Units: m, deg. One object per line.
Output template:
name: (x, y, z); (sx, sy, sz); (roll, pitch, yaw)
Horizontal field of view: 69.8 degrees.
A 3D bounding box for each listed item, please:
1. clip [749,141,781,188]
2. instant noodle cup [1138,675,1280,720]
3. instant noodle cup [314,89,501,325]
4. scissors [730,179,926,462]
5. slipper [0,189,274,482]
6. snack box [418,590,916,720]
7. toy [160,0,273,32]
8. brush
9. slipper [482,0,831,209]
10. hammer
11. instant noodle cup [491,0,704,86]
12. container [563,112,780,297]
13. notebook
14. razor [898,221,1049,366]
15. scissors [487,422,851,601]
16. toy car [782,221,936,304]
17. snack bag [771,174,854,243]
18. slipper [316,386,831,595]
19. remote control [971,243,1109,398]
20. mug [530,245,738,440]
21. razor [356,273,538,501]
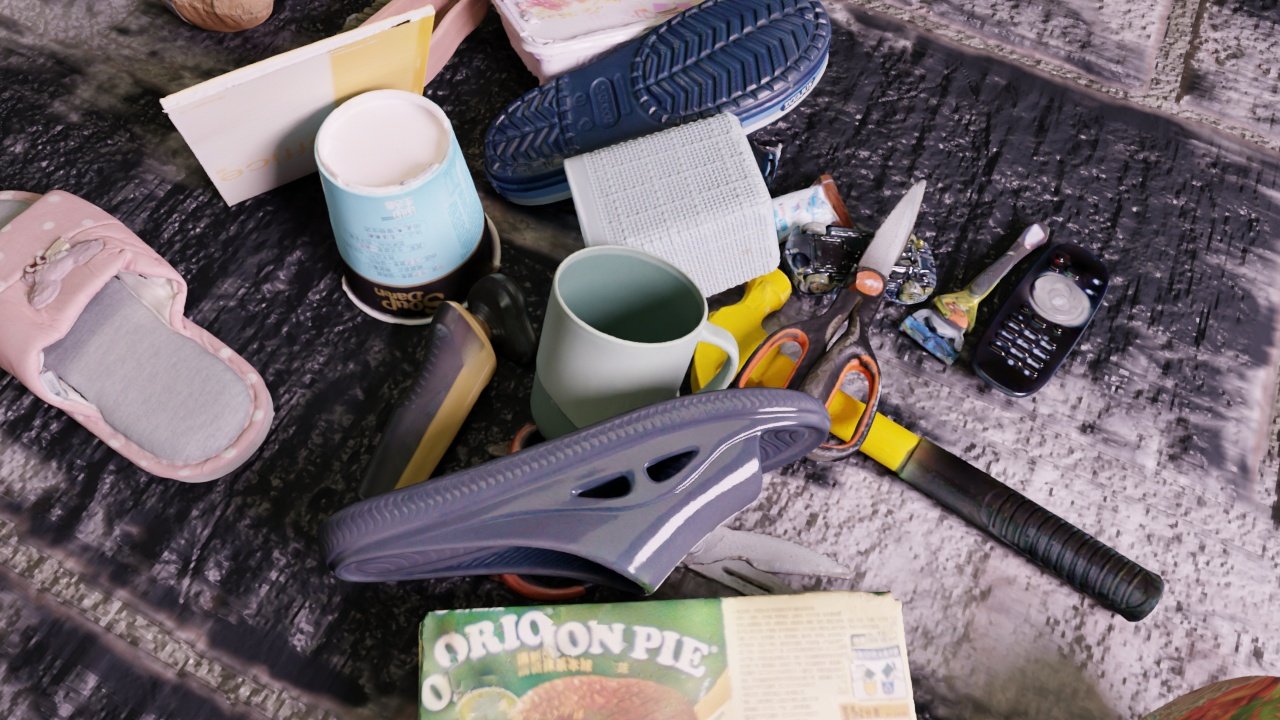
clip: (0.092, -0.140, 0.651); (0.028, 0.024, 0.056); (8, 27, -1)
instant noodle cup: (0.272, 0.233, 0.404); (0.151, 0.152, 0.111); (-36, 77, -20)
instant noodle cup: (-0.146, -0.099, 0.572); (0.111, 0.121, 0.111); (1, 62, -2)
scissors: (0.123, -0.044, 0.574); (0.125, 0.022, 0.234); (10, 61, 4)
slipper: (-0.338, -0.026, 0.561); (0.274, 0.054, 0.114); (36, 66, 15)
snack box: (0.013, 0.180, 0.455); (0.240, 0.063, 0.114); (-2, 68, -4)
toy: (-0.287, -0.344, 0.726); (0.143, 0.083, 0.225); (36, 63, 11)
brush: (-0.172, -0.231, 0.672); (0.073, 0.063, 0.145); (18, 55, 25)
slipper: (0.016, -0.164, 0.634); (0.253, 0.095, 0.105); (-22, 62, 6)
hammer: (0.161, 0.058, 0.551); (0.301, 0.033, 0.128); (32, 65, 14)
instant noodle cup: (-0.026, -0.259, 0.687); (0.173, 0.060, 0.138); (-18, 54, -19)
container: (0.023, -0.088, 0.577); (0.111, 0.090, 0.090); (-18, 62, 4)
notebook: (-0.199, -0.148, 0.559); (0.145, 0.206, 0.010); (-27, 94, -17)
razor: (0.236, -0.054, 0.621); (0.142, 0.022, 0.042); (-40, 72, -21)
scissors: (0.005, 0.106, 0.529); (0.213, 0.015, 0.197); (-23, 65, -15)
toy car: (0.145, -0.063, 0.616); (0.105, 0.031, 0.048); (6, 62, -6)
snack bag: (0.096, -0.098, 0.636); (0.104, 0.026, 0.048); (-17, 72, -11)
slipper: (-0.026, 0.088, 0.472); (0.268, 0.111, 0.083); (-15, 69, -4)
remote control: (0.262, -0.025, 0.605); (0.053, 0.024, 0.136); (36, 65, 17)
mug: (-0.003, 0.003, 0.524); (0.111, 0.107, 0.082); (9, 42, -9)
razor: (-0.116, 0.025, 0.551); (0.067, 0.062, 0.167); (34, 67, -20)
